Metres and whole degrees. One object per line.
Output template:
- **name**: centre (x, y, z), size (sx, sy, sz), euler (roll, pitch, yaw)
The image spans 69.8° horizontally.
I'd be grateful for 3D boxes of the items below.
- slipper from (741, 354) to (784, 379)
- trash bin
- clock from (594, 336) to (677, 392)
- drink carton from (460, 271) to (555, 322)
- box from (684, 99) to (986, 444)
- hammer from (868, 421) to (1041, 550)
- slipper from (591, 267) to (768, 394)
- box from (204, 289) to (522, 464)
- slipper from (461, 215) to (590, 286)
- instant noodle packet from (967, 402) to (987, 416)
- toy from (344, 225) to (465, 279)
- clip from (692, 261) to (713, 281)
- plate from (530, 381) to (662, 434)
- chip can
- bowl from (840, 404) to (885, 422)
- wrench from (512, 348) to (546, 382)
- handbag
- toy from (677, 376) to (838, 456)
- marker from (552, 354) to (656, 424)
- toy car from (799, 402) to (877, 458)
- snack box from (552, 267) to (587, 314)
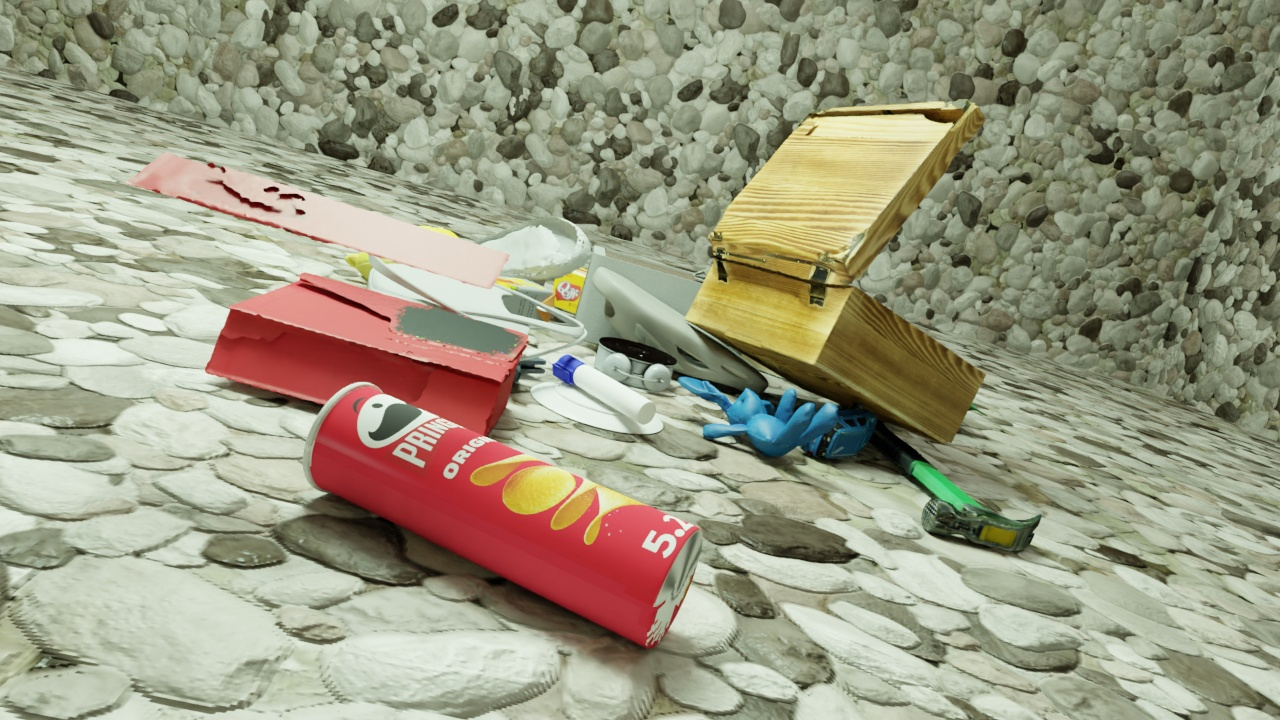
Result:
- **slipper**: centre (0.231, 0.001, 1.379), size (0.263, 0.052, 0.114), euler (23, 12, 26)
- **trash bin**: centre (0.031, -0.068, 1.266), size (0.229, 0.114, 0.114), euler (15, 12, -6)
- **clock**: centre (-0.006, 0.006, 1.064), size (0.094, 0.035, 0.122), euler (15, 12, -8)
- **drink carton**: centre (-0.179, -0.080, 1.199), size (0.076, 0.048, 0.124), euler (25, 14, 37)
- **box**: centre (0.248, -0.131, 1.073), size (0.286, 0.334, 0.279), euler (26, 1, -29)
- **hammer**: centre (0.300, 0.119, 0.966), size (0.130, 0.032, 0.318), euler (13, 11, -10)
- **slipper**: centre (0.038, -0.016, 1.169), size (0.266, 0.081, 0.112), euler (31, 14, -15)
- **box**: centre (-0.219, 0.037, 0.749), size (0.213, 0.153, 0.164), euler (15, 14, -2)
- **slipper**: centre (-0.163, -0.142, 1.311), size (0.247, 0.112, 0.074), euler (-5, -16, 43)
- **instant noodle packet**: centre (0.383, 0.011, 1.408), size (0.195, 0.090, 0.253), euler (27, 3, -22)
- **toy**: centre (-0.292, -0.121, 1.148), size (0.133, 0.092, 0.208), euler (-14, 17, -28)
- **clip**: centre (0.104, -0.112, 1.220), size (0.058, 0.052, 0.102), euler (50, 20, 13)
- **plate**: centre (-0.041, 0.041, 0.903), size (0.134, 0.011, 0.134), euler (16, 11, -3)
- **chip can**: centre (-0.078, 0.082, 0.511), size (0.221, 0.069, 0.069), euler (21, 12, 19)
- **bowl**: centre (0.310, 0.065, 1.248), size (0.114, 0.026, 0.102), euler (16, 11, -3)
- **wrench**: centre (-0.153, -0.019, 1.009), size (0.073, 0.022, 0.273), euler (7, 15, -16)
- **handbag**: centre (-0.164, -0.052, 0.926), size (0.222, 0.096, 0.216), euler (6, 16, -18)
- **toy**: centre (0.125, 0.058, 0.923), size (0.112, 0.071, 0.176), euler (11, 2, -35)
- **marker**: centre (-0.037, 0.027, 0.885), size (0.027, 0.023, 0.133), euler (-19, 31, -34)
- **toy car**: centre (0.217, 0.080, 0.986), size (0.043, 0.056, 0.120), euler (32, 21, 35)
- **snack box**: centre (-0.072, -0.099, 1.408), size (0.106, 0.061, 0.083), euler (21, 12, 19)
